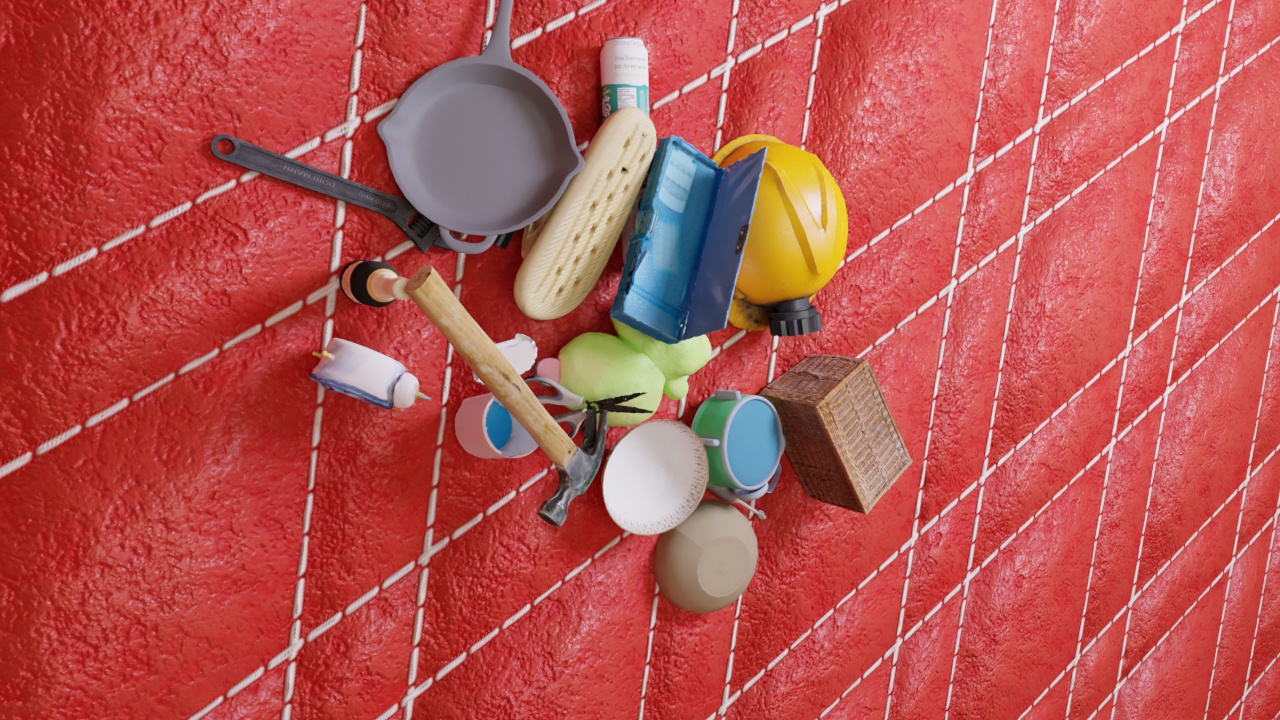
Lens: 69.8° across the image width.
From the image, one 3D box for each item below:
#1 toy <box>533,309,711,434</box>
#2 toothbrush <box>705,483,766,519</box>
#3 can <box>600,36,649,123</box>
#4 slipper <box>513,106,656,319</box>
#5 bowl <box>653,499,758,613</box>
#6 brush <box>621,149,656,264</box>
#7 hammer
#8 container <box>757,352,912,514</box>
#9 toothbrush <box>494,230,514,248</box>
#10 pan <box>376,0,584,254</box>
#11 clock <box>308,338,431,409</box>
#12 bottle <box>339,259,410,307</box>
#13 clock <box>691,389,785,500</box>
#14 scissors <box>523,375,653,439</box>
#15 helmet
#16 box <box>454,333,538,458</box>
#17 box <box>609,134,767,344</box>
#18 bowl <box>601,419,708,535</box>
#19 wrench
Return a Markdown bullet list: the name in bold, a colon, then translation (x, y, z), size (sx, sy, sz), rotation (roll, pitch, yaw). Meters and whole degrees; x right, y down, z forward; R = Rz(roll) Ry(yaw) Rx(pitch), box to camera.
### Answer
- **toy**: translation (-0.006, 0.006, 1.082), size (0.196, 0.107, 0.150), rotation (-43, 121, -15)
- **toothbrush**: translation (0.106, 0.169, 1.213), size (0.185, 0.024, 0.022), rotation (35, 115, -28)
- **can**: translation (-0.018, -0.317, 1.061), size (0.054, 0.055, 0.101), rotation (-6, 100, -28)
- **slipper**: translation (-0.072, -0.169, 1.039), size (0.111, 0.079, 0.261), rotation (28, 92, -52)
- **bowl**: translation (0.096, 0.263, 1.203), size (0.152, 0.050, 0.152), rotation (-4, 99, -28)
- **brush**: translation (0.012, -0.183, 1.095), size (0.075, 0.055, 0.136), rotation (-8, 99, -34)
- **hammer**: translation (-0.127, 0.029, 0.913), size (0.132, 0.033, 0.330), rotation (-56, 137, -23)
- **container**: translation (0.265, 0.094, 1.237), size (0.112, 0.114, 0.198), rotation (-38, 114, -24)
- **toothbrush**: translation (-0.126, -0.203, 1.042), size (0.013, 0.013, 0.167), rotation (27, 84, -37)
- **pan**: translation (-0.160, -0.287, 0.983), size (0.216, 0.024, 0.354), rotation (9, 84, -6)
- **clock**: translation (-0.277, 0.021, 0.949), size (0.125, 0.089, 0.052), rotation (26, 78, -28)
- **bottle**: translation (-0.253, -0.073, 0.893), size (0.045, 0.185, 0.045), rotation (-4, 98, -28)
- **clock**: translation (0.132, 0.115, 1.189), size (0.161, 0.075, 0.121), rotation (46, 61, -35)
- **scissors**: translation (-0.064, 0.060, 1.046), size (0.165, 0.012, 0.151), rotation (24, 128, 7)
- **helmet**: translation (0.185, -0.160, 1.150), size (0.205, 0.131, 0.255), rotation (-14, 102, -26)
- **box**: translation (-0.153, 0.041, 0.991), size (0.084, 0.147, 0.136), rotation (-10, 92, -30)
- **box**: translation (0.057, -0.143, 1.010), size (0.094, 0.112, 0.231), rotation (26, 69, -29)
- **bowl**: translation (0.007, 0.135, 1.127), size (0.145, 0.063, 0.145), rotation (-6, 105, -25)
- **wrench**: translation (-0.300, -0.175, 0.951), size (0.273, 0.018, 0.073), rotation (18, 88, -28)
